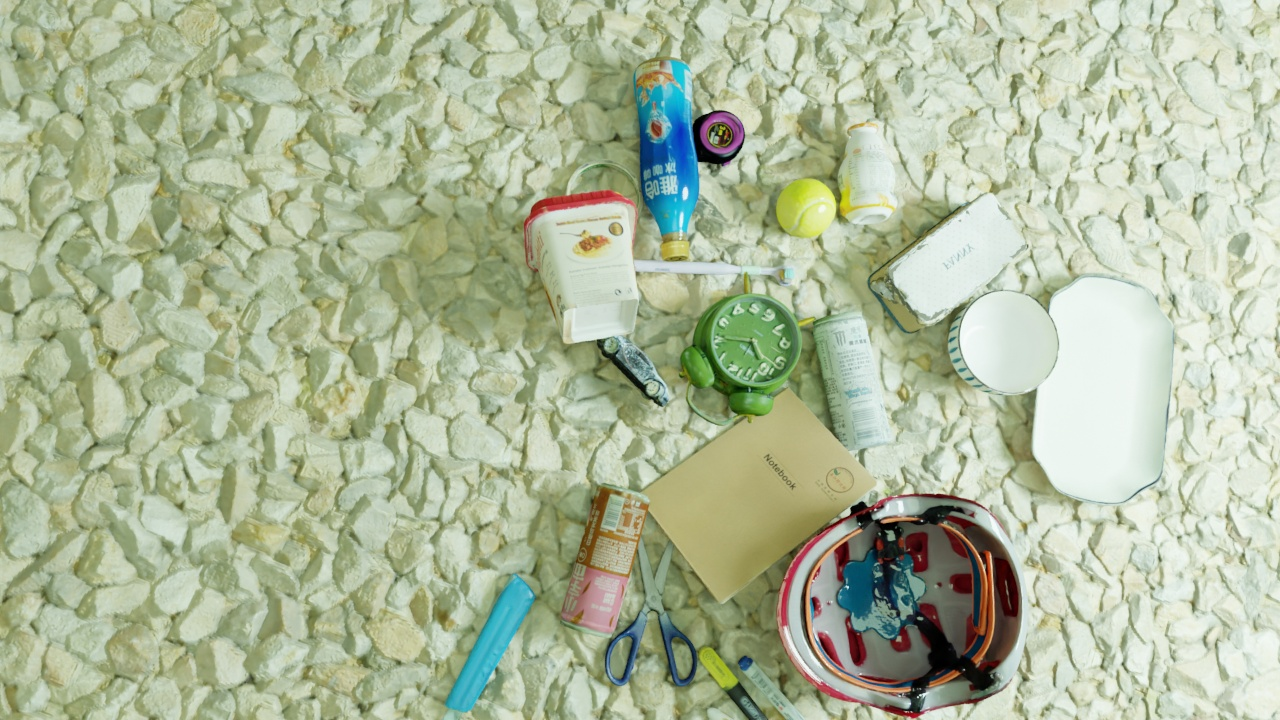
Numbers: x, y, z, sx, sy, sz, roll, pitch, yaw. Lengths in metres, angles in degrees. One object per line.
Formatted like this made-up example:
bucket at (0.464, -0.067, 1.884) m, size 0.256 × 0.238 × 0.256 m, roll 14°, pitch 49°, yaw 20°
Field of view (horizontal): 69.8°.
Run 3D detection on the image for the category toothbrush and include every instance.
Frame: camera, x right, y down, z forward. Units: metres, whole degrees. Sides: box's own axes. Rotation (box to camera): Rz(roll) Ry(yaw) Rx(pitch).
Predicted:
toothbrush at (0.146, 0.419, 0.951) m, size 0.191 × 0.018 × 0.016 m, roll 37°, pitch 77°, yaw -1°
toothbrush at (0.077, -0.099, 1.016) m, size 0.189 × 0.029 × 0.021 m, roll 3°, pitch 41°, yaw -6°

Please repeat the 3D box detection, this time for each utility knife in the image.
utility knife at (-0.162, 0.306, 0.924) m, size 0.034 × 0.018 × 0.187 m, roll 27°, pitch 79°, yaw 8°

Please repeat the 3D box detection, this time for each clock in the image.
clock at (0.109, -0.004, 0.987) m, size 0.116 × 0.056 × 0.161 m, roll 33°, pitch 79°, yaw -1°

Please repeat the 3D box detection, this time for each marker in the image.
marker at (0.155, 0.367, 0.961) m, size 0.017 × 0.017 × 0.146 m, roll -42°, pitch 89°, yaw -12°
marker at (0.103, 0.349, 0.956) m, size 0.018 × 0.015 × 0.124 m, roll -39°, pitch 90°, yaw -14°

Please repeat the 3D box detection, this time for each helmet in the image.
helmet at (0.255, 0.242, 0.932) m, size 0.240 × 0.144 × 0.207 m, roll -10°, pitch 82°, yaw 5°

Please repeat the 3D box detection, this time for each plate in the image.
plate at (0.522, 0.032, 1.051) m, size 0.162 × 0.034 × 0.265 m, roll 11°, pitch 81°, yaw -6°

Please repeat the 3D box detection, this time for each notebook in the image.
notebook at (0.121, 0.136, 0.962) m, size 0.207 × 0.008 × 0.148 m, roll -34°, pitch 62°, yaw -11°

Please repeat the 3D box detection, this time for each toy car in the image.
toy car at (-0.006, 0.006, 0.973) m, size 0.031 × 0.049 × 0.105 m, roll -43°, pitch 90°, yaw -7°

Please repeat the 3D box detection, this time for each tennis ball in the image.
tennis ball at (0.183, -0.168, 1.016) m, size 0.065 × 0.065 × 0.065 m, roll 1°, pitch 82°, yaw -8°

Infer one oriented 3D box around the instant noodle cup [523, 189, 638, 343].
instant noodle cup at (-0.053, -0.092, 0.935) m, size 0.116 × 0.116 × 0.124 m, roll -10°, pitch 67°, yaw -10°

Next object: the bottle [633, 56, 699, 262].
bottle at (0.031, -0.217, 1.003) m, size 0.065 × 0.065 × 0.218 m, roll -3°, pitch 83°, yaw -9°

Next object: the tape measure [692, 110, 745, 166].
tape measure at (0.087, -0.249, 1.028) m, size 0.058 × 0.039 × 0.057 m, roll -5°, pitch 83°, yaw -4°

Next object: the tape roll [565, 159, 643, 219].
tape roll at (-0.040, -0.179, 1.012) m, size 0.085 × 0.014 × 0.085 m, roll 1°, pitch 81°, yaw -8°

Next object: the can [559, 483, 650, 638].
can at (-0.036, 0.203, 0.936) m, size 0.058 × 0.058 × 0.147 m, roll 17°, pitch 80°, yaw -5°

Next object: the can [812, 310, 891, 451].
can at (0.229, 0.023, 0.999) m, size 0.058 × 0.058 × 0.146 m, roll -10°, pitch 83°, yaw -9°

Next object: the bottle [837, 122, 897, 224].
bottle at (0.254, -0.211, 1.033) m, size 0.063 × 0.063 × 0.108 m, roll -1°, pitch 83°, yaw -8°

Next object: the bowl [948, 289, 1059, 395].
bowl at (0.395, -0.016, 1.024) m, size 0.116 × 0.066 × 0.116 m, roll 1°, pitch 82°, yaw -7°

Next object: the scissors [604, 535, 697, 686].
scissors at (0.008, 0.265, 0.957) m, size 0.160 × 0.012 × 0.163 m, roll -35°, pitch 87°, yaw -12°

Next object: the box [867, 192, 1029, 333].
box at (0.352, -0.114, 1.036) m, size 0.184 × 0.061 × 0.090 m, roll -34°, pitch 88°, yaw -13°
